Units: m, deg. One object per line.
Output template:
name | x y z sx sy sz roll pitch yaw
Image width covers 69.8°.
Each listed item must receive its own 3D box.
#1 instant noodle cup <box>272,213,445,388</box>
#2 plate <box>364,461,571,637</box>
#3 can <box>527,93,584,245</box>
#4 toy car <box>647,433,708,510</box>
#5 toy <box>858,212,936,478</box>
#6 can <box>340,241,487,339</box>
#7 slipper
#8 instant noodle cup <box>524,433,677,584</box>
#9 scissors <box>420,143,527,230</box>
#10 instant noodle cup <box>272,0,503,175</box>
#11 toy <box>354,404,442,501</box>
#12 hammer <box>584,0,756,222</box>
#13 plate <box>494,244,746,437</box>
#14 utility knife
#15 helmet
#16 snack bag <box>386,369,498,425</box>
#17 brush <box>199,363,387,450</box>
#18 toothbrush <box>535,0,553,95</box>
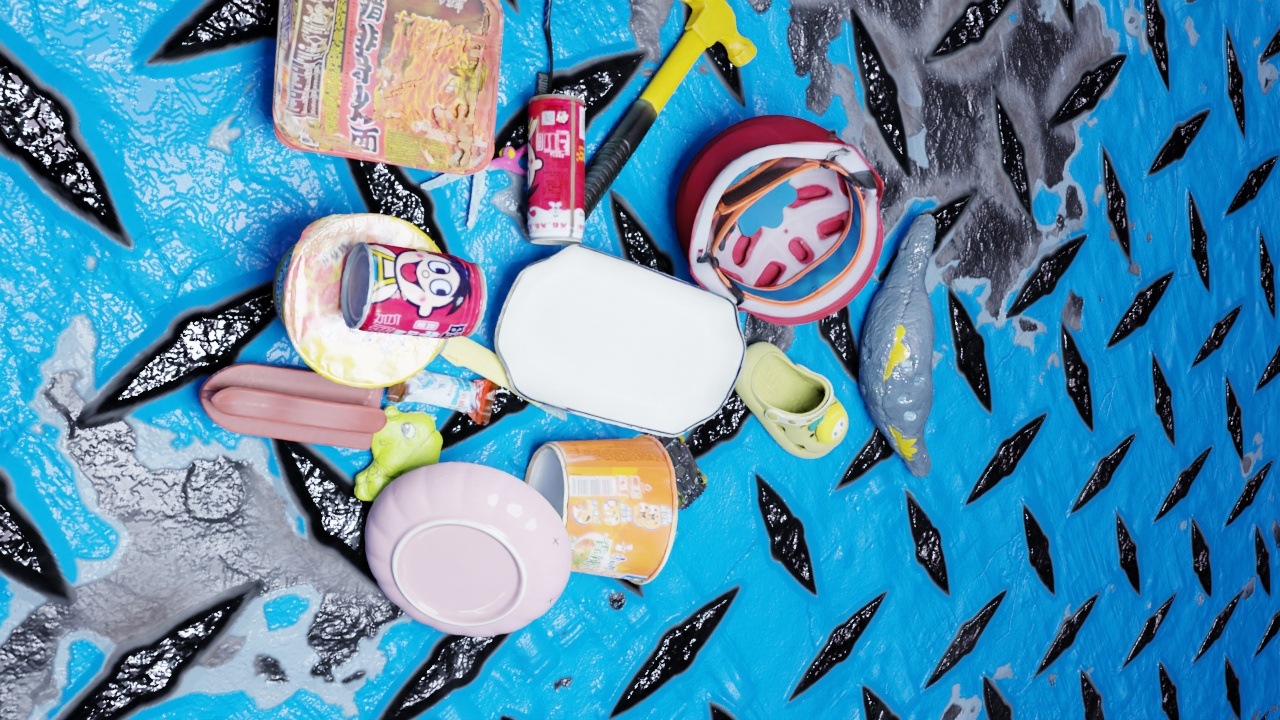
instant noodle cup | -0.238 -0.054 0.762 0.137 0.110 0.138 -7 103 -33
plate | -0.160 0.182 0.830 0.192 0.039 0.193 2 117 4
can | -0.079 -0.176 0.859 0.053 0.053 0.133 -1 93 -34
toy car | 0.036 0.116 1.022 0.049 0.031 0.106 -40 119 -22
toy | 0.335 -0.005 1.166 0.137 0.091 0.356 -16 110 -43
can | -0.172 -0.051 0.699 0.093 0.067 0.066 6 95 -35
slipper | 0.187 0.053 1.084 0.190 0.082 0.091 40 78 -29
instant noodle cup | -0.046 0.144 0.910 0.111 0.151 0.151 7 94 -27
scissors | -0.148 -0.191 0.853 0.133 0.017 0.130 -29 114 -28
instant noodle cup | -0.211 -0.245 0.764 0.188 0.079 0.164 3 97 -33
toy | -0.220 0.093 0.848 0.100 0.031 0.097 -48 120 -12
hammer | 0.005 -0.256 0.935 0.128 0.033 0.300 41 76 -31
plate | -0.018 -0.018 0.917 0.265 0.034 0.162 16 103 -25
utility knife | -0.129 0.016 0.888 0.190 0.020 0.031 32 67 -40
helmet | 0.138 -0.157 0.970 0.207 0.143 0.240 -40 135 12
snack bag | -0.185 0.029 0.863 0.104 0.026 0.048 21 71 -36
brush | -0.290 0.037 0.768 0.145 0.069 0.063 12 91 -35
toothbrush | -0.088 -0.338 0.870 0.016 0.014 0.189 2 97 -10
